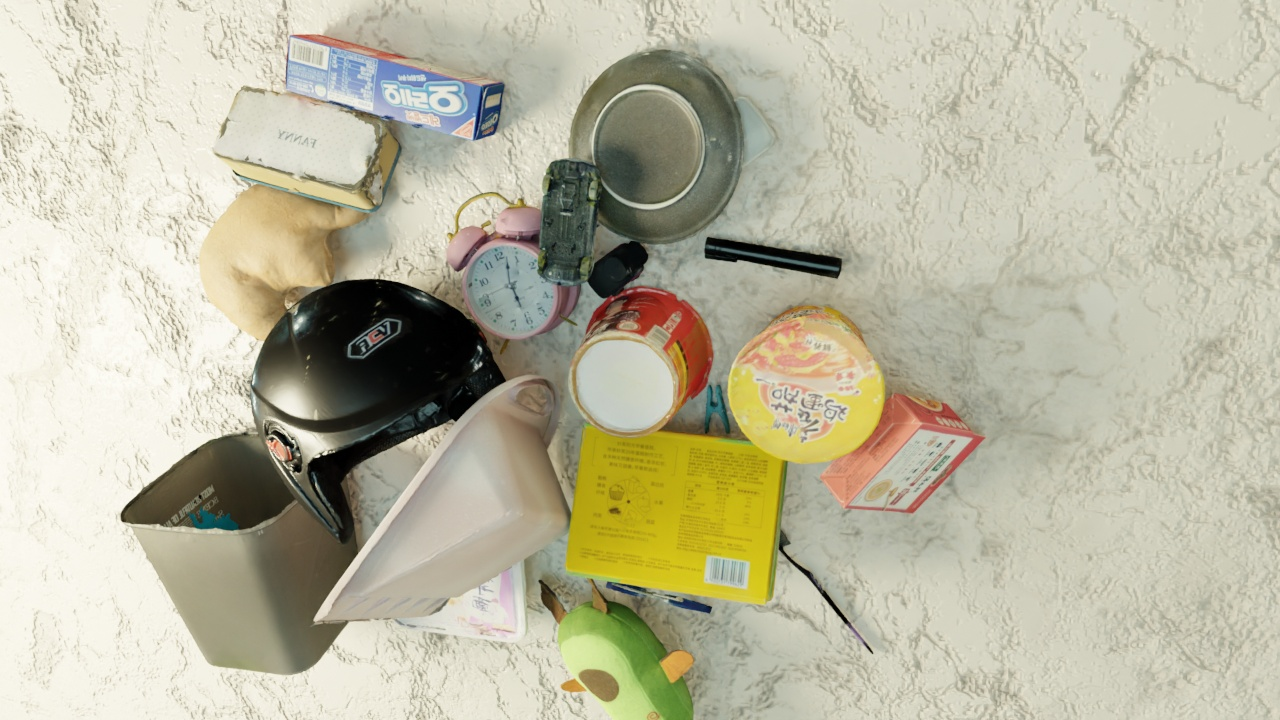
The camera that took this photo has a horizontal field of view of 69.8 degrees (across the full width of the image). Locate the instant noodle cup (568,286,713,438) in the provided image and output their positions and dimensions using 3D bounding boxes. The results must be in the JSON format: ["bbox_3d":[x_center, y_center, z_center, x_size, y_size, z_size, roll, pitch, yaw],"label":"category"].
[{"bbox_3d":[-0.005,0.005,0.905,0.138,0.108,0.138,5,110,13],"label":"instant noodle cup"}]

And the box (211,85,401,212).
[{"bbox_3d":[-0.340,-0.214,0.923,0.184,0.059,0.089,17,80,11],"label":"box"}]

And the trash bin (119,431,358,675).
[{"bbox_3d":[-0.436,0.221,1.057,0.199,0.198,0.220,2,116,15],"label":"trash bin"}]

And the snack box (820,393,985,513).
[{"bbox_3d":[0.253,0.092,0.883,0.113,0.127,0.044,-54,48,23],"label":"snack box"}]

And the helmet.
[{"bbox_3d":[-0.264,0.029,0.904,0.230,0.232,0.275,53,150,2],"label":"helmet"}]

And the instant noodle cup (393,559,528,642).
[{"bbox_3d":[-0.208,0.248,1.071,0.173,0.060,0.138,3,110,12],"label":"instant noodle cup"}]

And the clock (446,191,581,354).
[{"bbox_3d":[-0.132,-0.094,0.929,0.117,0.059,0.158,-20,102,19],"label":"clock"}]

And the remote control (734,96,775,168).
[{"bbox_3d":[0.061,-0.188,0.865,0.136,0.020,0.056,-36,96,25],"label":"remote control"}]

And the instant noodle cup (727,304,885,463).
[{"bbox_3d":[0.159,0.013,0.865,0.138,0.109,0.138,5,111,13],"label":"instant noodle cup"}]

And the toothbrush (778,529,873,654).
[{"bbox_3d":[0.196,0.247,0.992,0.017,0.014,0.189,-39,97,11],"label":"toothbrush"}]

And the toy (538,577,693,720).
[{"bbox_3d":[-0.022,0.343,1.029,0.247,0.089,0.228,53,137,-6],"label":"toy"}]

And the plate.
[{"bbox_3d":[0.009,-0.198,0.856,0.180,0.024,0.179,5,102,22],"label":"plate"}]

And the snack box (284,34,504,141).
[{"bbox_3d":[-0.240,-0.267,0.895,0.207,0.058,0.057,16,112,9],"label":"snack box"}]

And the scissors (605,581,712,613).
[{"bbox_3d":[0.016,0.253,0.988,0.162,0.176,0.012,23,73,-29],"label":"scissors"}]

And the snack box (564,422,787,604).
[{"bbox_3d":[0.038,0.152,0.936,0.210,0.070,0.157,6,84,13],"label":"snack box"}]

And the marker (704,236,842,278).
[{"bbox_3d":[0.126,-0.099,0.881,0.132,0.022,0.020,11,154,11],"label":"marker"}]

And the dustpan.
[{"bbox_3d":[-0.181,0.140,0.918,0.273,0.222,0.138,-29,71,4],"label":"dustpan"}]

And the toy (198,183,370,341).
[{"bbox_3d":[-0.380,-0.127,0.975,0.143,0.082,0.226,44,109,-4],"label":"toy"}]

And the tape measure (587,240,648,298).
[{"bbox_3d":[-0.024,-0.087,0.904,0.058,0.056,0.039,-31,98,41],"label":"tape measure"}]

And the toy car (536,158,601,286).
[{"bbox_3d":[-0.067,-0.130,0.870,0.054,0.036,0.121,7,100,7],"label":"toy car"}]

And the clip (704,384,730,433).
[{"bbox_3d":[0.079,0.051,0.952,0.038,0.013,0.055,0,111,14],"label":"clip"}]
